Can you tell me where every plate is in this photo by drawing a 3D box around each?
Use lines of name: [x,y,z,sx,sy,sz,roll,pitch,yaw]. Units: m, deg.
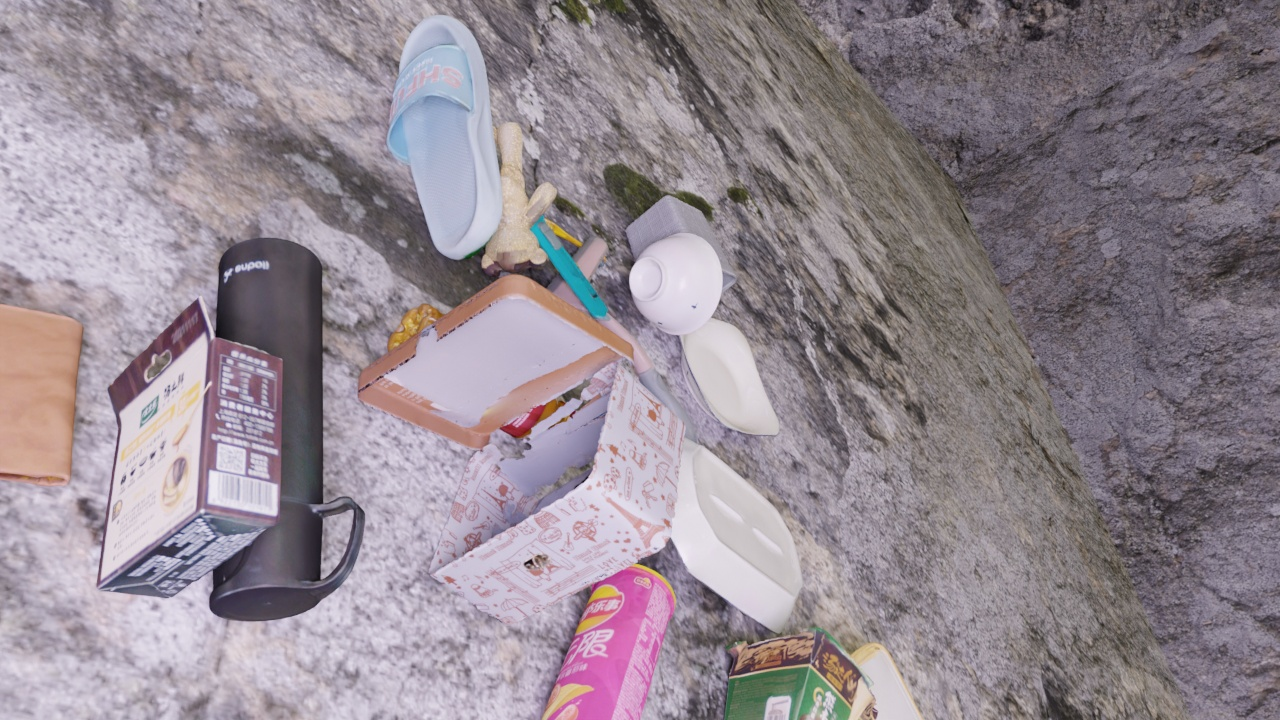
plate: [0.097,0.170,0.928,0.265,0.034,0.161,43,30,-39]
plate: [0.097,0.021,1.116,0.163,0.034,0.164,13,52,-51]

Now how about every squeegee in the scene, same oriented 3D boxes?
squeegee: [-0.006,0.006,0.969,0.249,0.040,0.246,51,34,-16]

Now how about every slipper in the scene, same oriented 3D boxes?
slipper: [-0.190,-0.208,0.850,0.074,0.104,0.245,9,61,-50]

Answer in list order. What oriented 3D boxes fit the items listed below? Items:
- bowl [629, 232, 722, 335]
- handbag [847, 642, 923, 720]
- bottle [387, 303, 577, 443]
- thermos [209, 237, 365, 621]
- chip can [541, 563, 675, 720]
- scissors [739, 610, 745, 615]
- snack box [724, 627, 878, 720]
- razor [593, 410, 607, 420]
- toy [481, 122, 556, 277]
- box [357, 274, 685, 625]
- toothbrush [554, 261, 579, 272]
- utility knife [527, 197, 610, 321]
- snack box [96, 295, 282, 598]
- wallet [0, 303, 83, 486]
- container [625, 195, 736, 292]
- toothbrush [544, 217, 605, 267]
bowl: [0.027,-0.089,1.036,0.064,0.119,0.118,2,60,-51]
handbag: [0.214,0.393,0.926,0.178,0.063,0.163,-15,74,-43]
bottle: [-0.125,0.020,0.766,0.175,0.058,0.057,36,36,-33]
thermos: [-0.224,0.036,0.582,0.068,0.090,0.242,86,-9,-60]
chip can: [-0.031,0.247,0.678,0.071,0.072,0.210,48,31,-15]
scissors: [0.103,0.196,0.986,0.159,0.014,0.175,23,42,-48]
snack box: [0.137,0.323,0.824,0.117,0.118,0.105,48,41,-16]
razor: [-0.023,0.111,0.867,0.042,0.022,0.142,10,60,-40]
toy: [-0.133,-0.160,0.899,0.066,0.105,0.157,84,-3,-81]
box: [-0.094,0.053,0.655,0.193,0.183,0.156,42,33,-25]
toothbrush: [-0.136,-0.150,0.935,0.190,0.016,0.016,42,44,-14]
utility knife: [-0.078,-0.103,0.932,0.157,0.013,0.029,54,44,1]
snack box: [-0.248,0.050,0.501,0.053,0.113,0.125,25,43,-44]
wallet: [-0.356,0.011,0.476,0.115,0.020,0.101,18,48,-44]
container: [0.046,-0.132,1.134,0.090,0.090,0.114,15,46,-50]
toothbrush: [-0.105,-0.145,0.997,0.191,0.016,0.018,28,49,-41]
